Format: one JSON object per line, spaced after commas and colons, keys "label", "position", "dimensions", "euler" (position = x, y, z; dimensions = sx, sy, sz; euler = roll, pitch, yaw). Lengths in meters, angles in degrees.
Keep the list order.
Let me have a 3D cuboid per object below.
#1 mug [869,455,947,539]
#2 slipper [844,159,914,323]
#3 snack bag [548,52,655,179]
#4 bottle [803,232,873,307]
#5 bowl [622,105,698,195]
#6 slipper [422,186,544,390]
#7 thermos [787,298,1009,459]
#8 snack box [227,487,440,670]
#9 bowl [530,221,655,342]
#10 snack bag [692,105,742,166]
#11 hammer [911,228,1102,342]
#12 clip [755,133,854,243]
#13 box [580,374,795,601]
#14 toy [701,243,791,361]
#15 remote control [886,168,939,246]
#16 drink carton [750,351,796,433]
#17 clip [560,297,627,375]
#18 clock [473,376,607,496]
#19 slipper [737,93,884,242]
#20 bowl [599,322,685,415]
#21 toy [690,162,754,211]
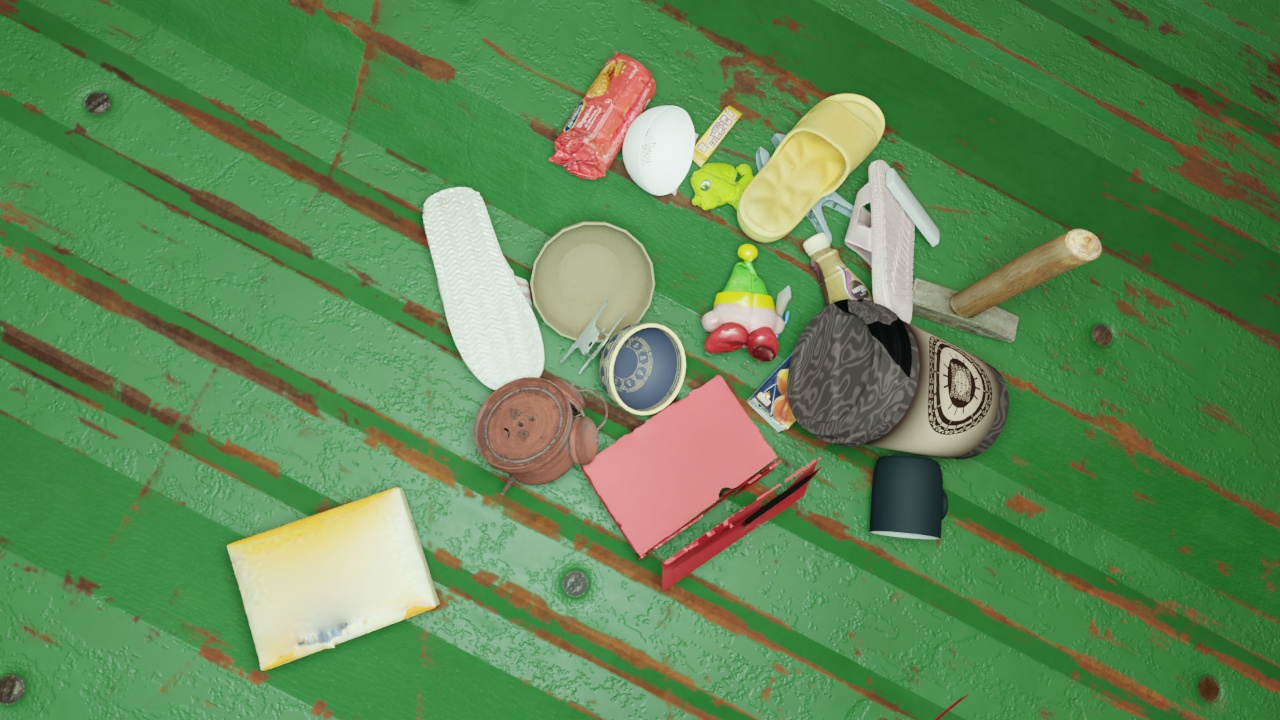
{"label": "mug", "position": [0.346, 0.174, 1.152], "dimensions": [0.121, 0.085, 0.094], "euler": [15, 75, -34]}
{"label": "slipper", "position": [0.312, -0.147, 1.203], "dimensions": [0.094, 0.065, 0.238], "euler": [28, 57, -42]}
{"label": "snack bag", "position": [-0.044, -0.314, 1.190], "dimensions": [0.082, 0.082, 0.176], "euler": [30, 76, -1]}
{"label": "bottle", "position": [0.265, -0.089, 1.199], "dimensions": [0.059, 0.060, 0.166], "euler": [-26, 83, -13]}
{"label": "bowl", "position": [0.016, -0.275, 1.186], "dimensions": [0.051, 0.115, 0.114], "euler": [23, 73, 34]}
{"label": "slipper", "position": [-0.193, -0.087, 1.136], "dimensions": [0.115, 0.052, 0.263], "euler": [-20, 86, -14]}
{"label": "thermos", "position": [0.316, 0.035, 1.107], "dimensions": [0.226, 0.173, 0.172], "euler": [16, 75, -28]}
{"label": "snack box", "position": [-0.342, 0.243, 1.030], "dimensions": [0.195, 0.081, 0.145], "euler": [-18, 81, -12]}
{"label": "bowl", "position": [-0.061, -0.102, 1.140], "dimensions": [0.152, 0.050, 0.152], "euler": [-3, 110, -8]}
{"label": "snack bag", "position": [0.102, -0.305, 1.239], "dimensions": [0.026, 0.020, 0.099], "euler": [38, 76, -1]}
{"label": "hammer", "position": [0.448, -0.091, 1.101], "dimensions": [0.158, 0.301, 0.037], "euler": [18, 76, -5]}
{"label": "clip", "position": [0.209, -0.223, 1.235], "dimensions": [0.112, 0.028, 0.163], "euler": [-43, 86, -13]}
{"label": "box", "position": [0.053, 0.175, 1.220], "dimensions": [0.216, 0.352, 0.198], "euler": [-33, 80, -12]}
{"label": "toy", "position": [0.141, -0.071, 1.166], "dimensions": [0.124, 0.097, 0.131], "euler": [7, 54, -10]}
{"label": "remote control", "position": [0.364, -0.203, 1.221], "dimensions": [0.131, 0.012, 0.033], "euler": [41, 45, -33]}
{"label": "drink carton", "position": [0.204, 0.026, 1.176], "dimensions": [0.064, 0.040, 0.130], "euler": [45, 76, 2]}
{"label": "clip", "position": [-0.053, -0.022, 1.118], "dimensions": [0.102, 0.056, 0.056], "euler": [-53, 50, 12]}
{"label": "clock", "position": [-0.113, 0.081, 1.078], "dimensions": [0.158, 0.072, 0.120], "euler": [-27, 56, 1]}
{"label": "slipper", "position": [0.225, -0.263, 1.192], "dimensions": [0.099, 0.078, 0.263], "euler": [41, 76, 5]}
{"label": "bowl", "position": [-0.007, 0.007, 1.132], "dimensions": [0.112, 0.061, 0.112], "euler": [-7, 103, -34]}
{"label": "toy", "position": [0.113, -0.229, 1.218], "dimensions": [0.093, 0.036, 0.094], "euler": [35, 70, -4]}
